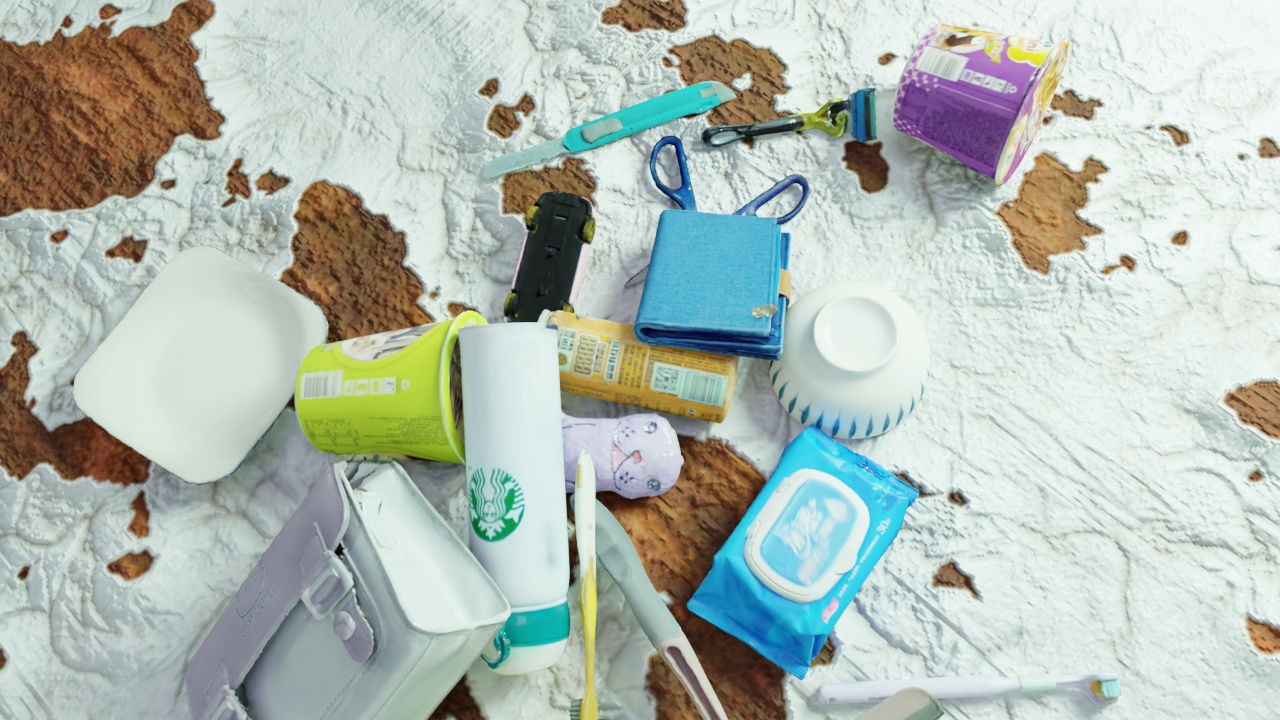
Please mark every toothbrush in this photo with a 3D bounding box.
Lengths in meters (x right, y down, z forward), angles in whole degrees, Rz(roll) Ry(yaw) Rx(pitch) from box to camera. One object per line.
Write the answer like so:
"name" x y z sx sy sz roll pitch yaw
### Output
"toothbrush" 0.210 0.214 0.593 0.189 0.029 0.021 -4 29 6
"toothbrush" -0.038 0.152 0.605 0.018 0.016 0.191 -15 67 32

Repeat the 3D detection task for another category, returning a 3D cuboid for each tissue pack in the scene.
"tissue pack" 0.109 0.125 0.617 0.095 0.052 0.157 33 76 16

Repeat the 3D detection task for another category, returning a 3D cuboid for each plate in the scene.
"plate" -0.335 0.003 0.715 0.164 0.034 0.164 28 75 14

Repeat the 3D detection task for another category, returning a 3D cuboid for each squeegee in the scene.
"squeegee" 0.020 0.187 0.594 0.248 0.040 0.249 -40 60 10

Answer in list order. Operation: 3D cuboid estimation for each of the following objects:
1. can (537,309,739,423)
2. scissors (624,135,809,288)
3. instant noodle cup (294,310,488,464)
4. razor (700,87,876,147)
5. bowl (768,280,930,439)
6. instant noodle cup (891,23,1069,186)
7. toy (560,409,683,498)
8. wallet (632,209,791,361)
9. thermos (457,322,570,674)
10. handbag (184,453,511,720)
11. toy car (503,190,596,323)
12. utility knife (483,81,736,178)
"can" -0.004 0.004 0.665 0.146 0.058 0.058 12 71 5
"scissors" 0.058 -0.110 0.733 0.162 0.012 0.173 -14 71 1
"instant noodle cup" -0.174 0.024 0.660 0.123 0.112 0.111 -3 69 13
"razor" 0.120 -0.193 0.753 0.143 0.022 0.043 -8 113 6
"bowl" 0.151 -0.008 0.656 0.116 0.066 0.116 -2 69 5
"instant noodle cup" 0.255 -0.203 0.704 0.099 0.111 0.111 28 74 24
"toy" -0.023 0.065 0.657 0.108 0.039 0.084 2 90 7
"wallet" 0.057 -0.058 0.669 0.106 0.040 0.132 7 47 5
"thermos" -0.083 0.089 0.605 0.073 0.073 0.224 -3 88 4
"handbag" -0.194 0.176 0.571 0.197 0.098 0.145 -52 59 15
"toy car" -0.070 -0.073 0.719 0.056 0.037 0.122 13 84 7
"utility knife" -0.027 -0.194 0.771 0.223 0.013 0.029 -20 69 -2
